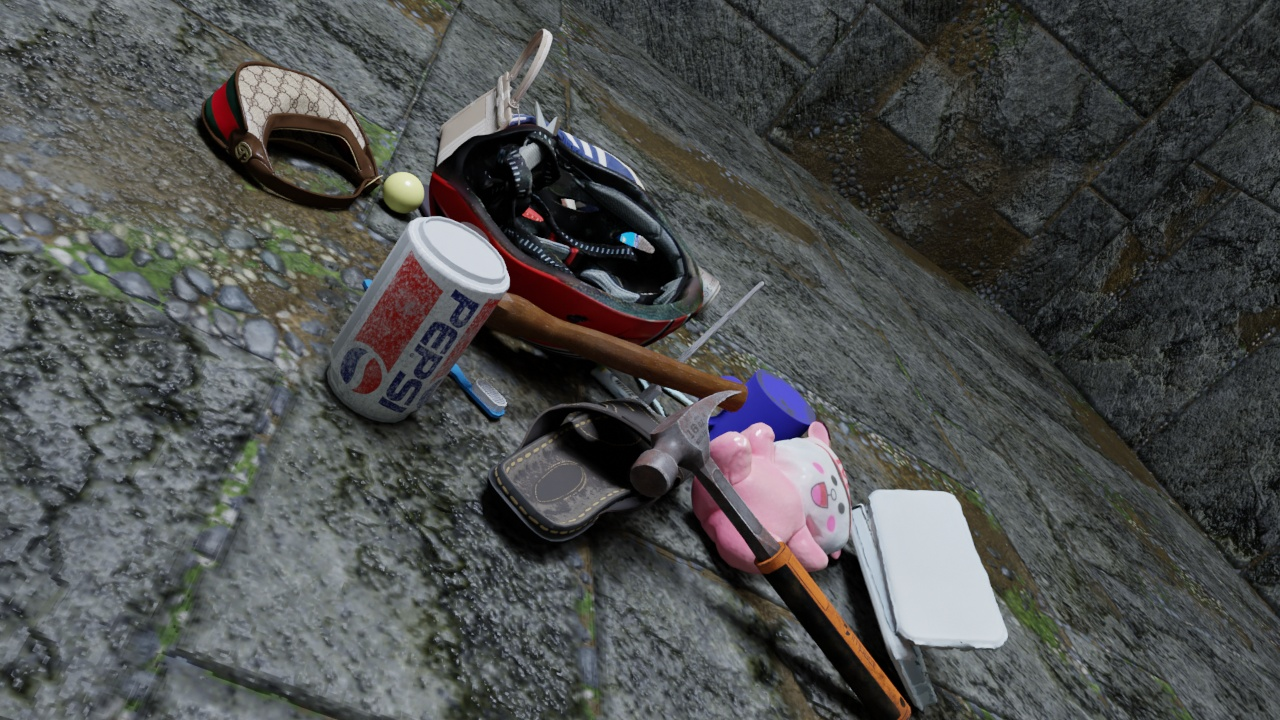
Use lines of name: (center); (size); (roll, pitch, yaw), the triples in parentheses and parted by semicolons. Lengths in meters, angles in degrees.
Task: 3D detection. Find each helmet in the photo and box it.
helmet: (-0.072, -0.101, 0.860); (0.272, 0.167, 0.216); (30, 38, -4)

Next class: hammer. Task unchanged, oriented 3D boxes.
hammer: (-0.041, -0.012, 0.760); (0.322, 0.115, 0.033); (20, 30, -30)
hammer: (0.119, 0.162, 0.726); (0.314, 0.035, 0.137); (53, 40, -11)

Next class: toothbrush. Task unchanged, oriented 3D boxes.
toothbrush: (-0.170, -0.014, 0.753); (0.166, 0.014, 0.016); (44, 23, 12)
toothbrush: (0.056, -0.012, 0.876); (0.010, 0.182, 0.010); (25, 32, -37)

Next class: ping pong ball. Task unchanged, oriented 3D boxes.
ping pong ball: (-0.233, -0.165, 0.903); (0.040, 0.040, 0.040); (32, 24, -16)

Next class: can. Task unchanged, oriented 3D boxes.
can: (0.039, -0.121, 1.218); (0.135, 0.054, 0.054); (36, 23, -7)
can: (-0.156, -0.027, 0.639); (0.078, 0.136, 0.078); (32, 24, -16)

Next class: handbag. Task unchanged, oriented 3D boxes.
handbag: (-0.160, -0.288, 1.037); (0.062, 0.198, 0.175); (28, 25, -25)
handbag: (-0.311, -0.199, 0.845); (0.138, 0.063, 0.166); (60, 22, 6)

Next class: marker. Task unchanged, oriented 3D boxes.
marker: (-0.011, 0.037, 0.896); (0.146, 0.017, 0.017); (42, 23, 6)

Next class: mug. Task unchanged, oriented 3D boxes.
mug: (0.113, 0.058, 0.958); (0.111, 0.084, 0.079); (34, 23, -13)

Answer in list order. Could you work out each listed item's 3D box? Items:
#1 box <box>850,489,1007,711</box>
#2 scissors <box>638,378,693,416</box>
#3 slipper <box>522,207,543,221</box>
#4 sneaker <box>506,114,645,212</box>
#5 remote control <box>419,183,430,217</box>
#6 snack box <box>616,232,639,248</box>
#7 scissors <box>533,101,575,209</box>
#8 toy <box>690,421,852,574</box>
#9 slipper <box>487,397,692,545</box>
box: (0.273, 0.201, 0.850); (0.106, 0.125, 0.215); (57, 15, -26)
scissors: (-0.010, 0.005, 0.969); (0.167, 0.023, 0.171); (27, 23, -40)
slipper: (-0.123, -0.165, 1.050); (0.103, 0.059, 0.248); (27, 24, -26)
sneaker: (-0.086, -0.247, 1.190); (0.233, 0.091, 0.118); (34, 7, -8)
remote control: (-0.205, -0.144, 0.946); (0.046, 0.009, 0.124); (17, 31, -42)
snack box: (-0.034, -0.112, 1.054); (0.027, 0.082, 0.150); (32, 24, -13)
scissors: (-0.113, -0.236, 1.063); (0.179, 0.015, 0.186); (52, 37, 13)
toy: (0.132, 0.127, 0.852); (0.212, 0.084, 0.142); (-1, 70, -51)
slipper: (-0.021, 0.074, 0.735); (0.113, 0.076, 0.267); (46, 24, 15)
